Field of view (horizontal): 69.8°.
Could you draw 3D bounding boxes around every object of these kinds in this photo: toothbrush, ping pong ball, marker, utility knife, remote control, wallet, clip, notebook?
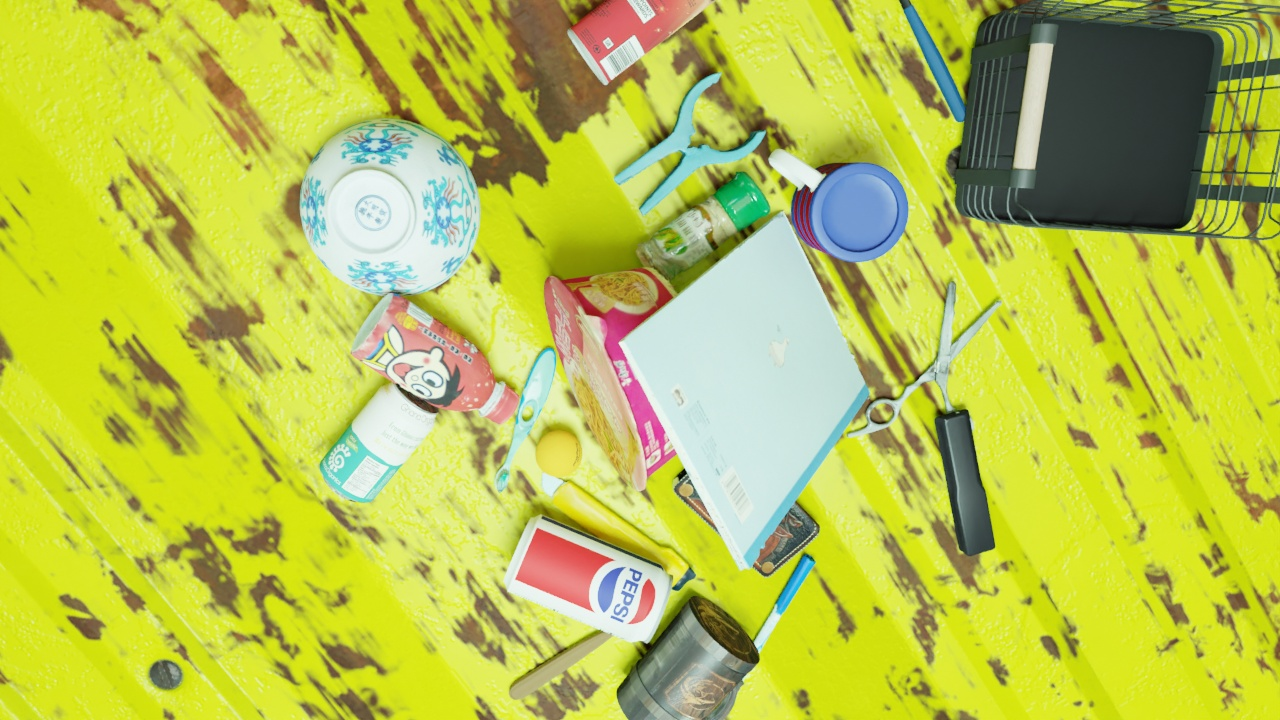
[{"bbox_3d":[-0.051,0.261,0.836,0.167,0.016,0.016,-34,102,7],"label":"toothbrush"},{"bbox_3d":[-0.099,0.052,0.785,0.022,0.017,0.135,19,101,-16],"label":"toothbrush"},{"bbox_3d":[-0.069,0.079,0.781,0.040,0.040,0.040,-1,102,-3],"label":"ping pong ball"},{"bbox_3d":[0.121,0.239,0.839,0.013,0.013,0.142,26,100,-8],"label":"marker"},{"bbox_3d":[-0.021,0.150,0.811,0.165,0.017,0.030,37,93,-10],"label":"utility knife"},{"bbox_3d":[0.288,0.109,0.811,0.032,0.015,0.136,-16,108,1],"label":"remote control"},{"bbox_3d":[0.094,0.128,0.809,0.072,0.019,0.123,-43,101,11],"label":"wallet"},{"bbox_3d":[0.053,-0.161,0.743,0.121,0.031,0.130,27,100,-12],"label":"clip"},{"bbox_3d":[0.093,0.009,0.691,0.009,0.252,0.181,-18,105,41],"label":"notebook"},{"bbox_3d":[0.222,-0.265,0.731,0.014,0.014,0.168,-40,106,-28],"label":"toothbrush"}]

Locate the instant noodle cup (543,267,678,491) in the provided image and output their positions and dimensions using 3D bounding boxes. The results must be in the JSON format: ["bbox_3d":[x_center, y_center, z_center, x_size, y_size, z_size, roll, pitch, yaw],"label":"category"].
[{"bbox_3d":[-0.004,0.004,0.711,0.077,0.179,0.179,-24,103,-14],"label":"instant noodle cup"}]

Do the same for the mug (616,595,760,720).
[{"bbox_3d":[0.053,0.284,0.818,0.115,0.080,0.107,34,100,-28],"label":"mug"}]

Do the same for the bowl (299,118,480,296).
[{"bbox_3d":[-0.202,-0.116,0.715,0.144,0.074,0.144,0,102,-2],"label":"bowl"}]

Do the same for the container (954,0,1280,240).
[{"bbox_3d":[0.371,-0.179,0.691,0.241,0.130,0.163,2,102,-7],"label":"container"}]

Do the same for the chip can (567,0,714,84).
[{"bbox_3d":[0.044,-0.296,0.698,0.215,0.051,0.052,-36,101,6],"label":"chip can"}]

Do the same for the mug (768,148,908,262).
[{"bbox_3d":[0.149,-0.130,0.726,0.112,0.076,0.075,36,98,-9],"label":"mug"}]

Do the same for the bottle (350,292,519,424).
[{"bbox_3d":[-0.162,0.006,0.749,0.137,0.062,0.062,35,99,-23],"label":"bottle"}]

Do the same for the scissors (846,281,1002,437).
[{"bbox_3d":[0.246,0.011,0.793,0.162,0.014,0.141,-18,105,2],"label":"scissors"}]

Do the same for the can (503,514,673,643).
[{"bbox_3d":[-0.044,0.187,0.784,0.132,0.070,0.070,23,100,-1],"label":"can"}]

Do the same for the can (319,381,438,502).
[{"bbox_3d":[-0.217,0.067,0.764,0.055,0.055,0.102,39,98,-10],"label":"can"}]

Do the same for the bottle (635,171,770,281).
[{"bbox_3d":[0.049,-0.107,0.745,0.111,0.043,0.043,-34,102,6],"label":"bottle"}]
